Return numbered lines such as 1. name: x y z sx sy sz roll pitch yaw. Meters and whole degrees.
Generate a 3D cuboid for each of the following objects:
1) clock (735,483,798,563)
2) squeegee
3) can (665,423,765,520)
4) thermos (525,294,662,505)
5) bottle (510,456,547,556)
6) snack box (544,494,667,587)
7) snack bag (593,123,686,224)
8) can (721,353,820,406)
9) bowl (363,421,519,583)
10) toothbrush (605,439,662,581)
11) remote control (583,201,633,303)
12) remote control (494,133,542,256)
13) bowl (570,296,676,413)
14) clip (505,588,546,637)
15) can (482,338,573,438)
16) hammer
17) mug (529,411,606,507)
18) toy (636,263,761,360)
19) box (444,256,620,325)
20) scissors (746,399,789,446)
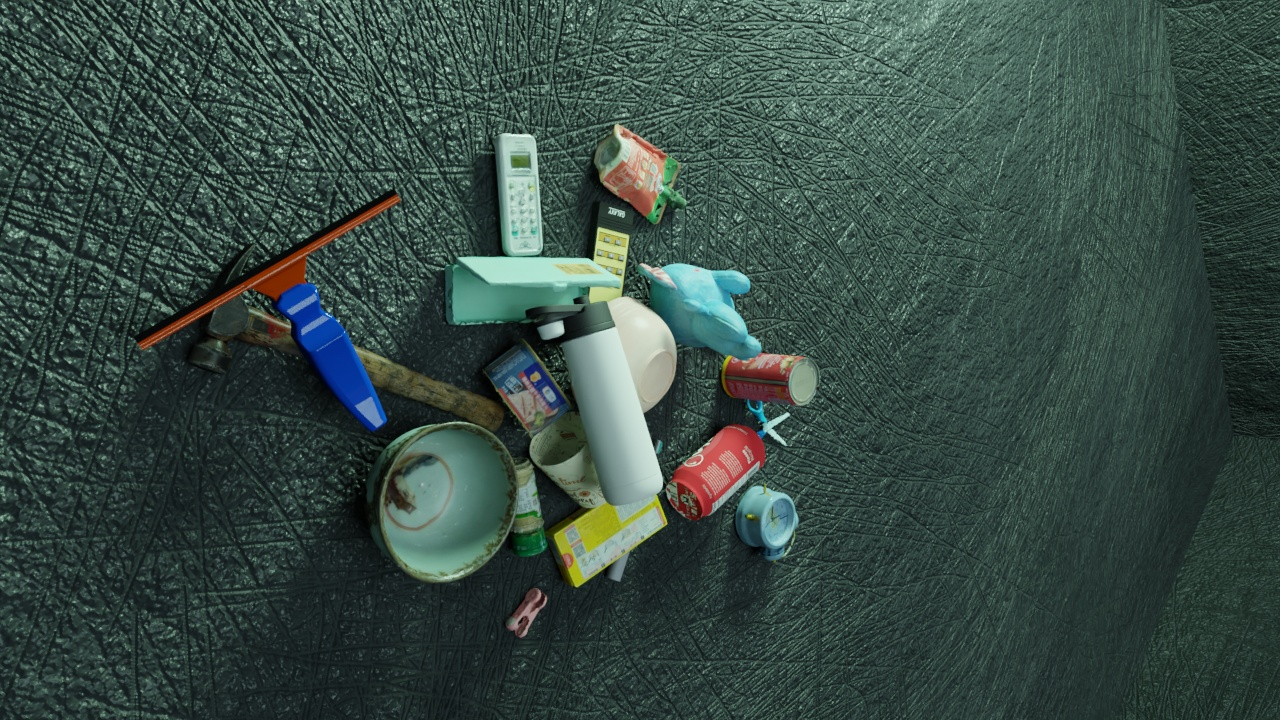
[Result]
1. clock: 0.192 0.240 1.348 0.088 0.052 0.124 -55 127 -26
2. squeegee: -0.287 -0.014 0.835 0.248 0.055 0.185 -37 116 -22
3. can: 0.104 0.149 1.241 0.142 0.075 0.074 -37 118 -34
4. thermos: -0.049 0.045 0.999 0.101 0.069 0.230 -18 92 -38
5. bottle: -0.135 0.166 1.046 0.042 0.043 0.110 -18 105 -40
6. snack box: -0.040 0.207 1.131 0.152 0.025 0.075 -30 107 -30
7. snack bag: 0.008 -0.226 1.142 0.155 0.044 0.087 24 83 -46
8. can: 0.177 0.024 1.261 0.066 0.125 0.067 -5 98 -42
9. bowl: -0.215 0.136 0.930 0.159 0.094 0.160 -5 98 -43
10. toothbrush: -0.005 0.191 1.183 0.019 0.018 0.187 27 76 -35
11. remote control: -0.040 -0.123 1.121 0.058 0.013 0.133 7 90 -43
12. remote control: -0.137 -0.183 1.019 0.050 0.022 0.133 -11 101 -41
13. bowl: -0.006 0.006 1.096 0.152 0.076 0.153 -30 131 -42
14. clip: -0.137 0.293 1.072 0.043 0.023 0.060 25 83 -43
15. can: -0.126 0.032 1.020 0.059 0.054 0.100 -36 121 -8
16. hammer: -0.266 0.001 0.914 0.330 0.033 0.120 26 76 -42
17. mug: -0.056 0.109 1.081 0.122 0.081 0.097 -38 128 -9
18. toy: 0.085 -0.064 1.131 0.183 0.181 0.114 41 82 -40
19. box: -0.112 -0.079 1.007 0.188 0.092 0.077 -4 96 -43
20. scissors: 0.181 0.107 1.353 0.130 0.014 0.117 40 64 -42
